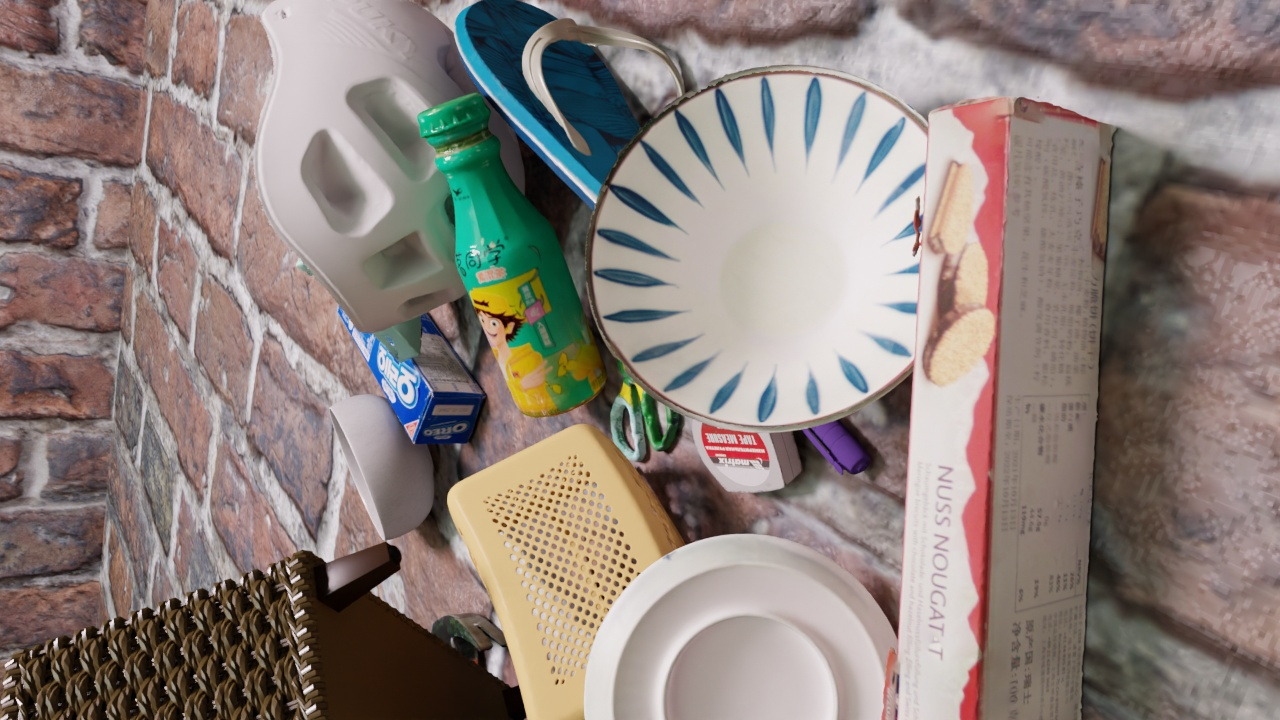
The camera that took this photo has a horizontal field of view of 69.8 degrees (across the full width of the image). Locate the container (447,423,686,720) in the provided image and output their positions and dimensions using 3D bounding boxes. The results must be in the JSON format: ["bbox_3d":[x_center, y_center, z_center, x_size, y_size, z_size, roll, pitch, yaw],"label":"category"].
[{"bbox_3d":[-0.024,0.151,0.555,0.183,0.129,0.167,60,174,34],"label":"container"}]

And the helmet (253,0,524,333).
[{"bbox_3d":[-0.193,-0.166,0.706,0.282,0.183,0.224,54,167,44],"label":"helmet"}]

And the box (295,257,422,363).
[{"bbox_3d":[-0.232,-0.105,0.784,0.033,0.136,0.186,-19,49,10],"label":"box"}]

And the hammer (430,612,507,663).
[{"bbox_3d":[-0.114,0.366,0.730,0.133,0.033,0.332,-41,59,43],"label":"hammer"}]

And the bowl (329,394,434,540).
[{"bbox_3d":[-0.229,0.091,0.840,0.132,0.064,0.132,49,151,38],"label":"bowl"}]

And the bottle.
[{"bbox_3d":[-0.085,-0.066,0.599,0.068,0.068,0.210,12,129,52],"label":"bottle"}]

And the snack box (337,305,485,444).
[{"bbox_3d":[-0.218,-0.010,0.851,0.226,0.059,0.059,45,119,42],"label":"snack box"}]

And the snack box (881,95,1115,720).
[{"bbox_3d":[0.144,0.037,0.370,0.044,0.076,0.273,6,94,55],"label":"snack box"}]

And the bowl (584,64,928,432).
[{"bbox_3d":[0.067,-0.047,0.452,0.177,0.071,0.177,-4,77,16],"label":"bowl"}]

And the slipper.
[{"bbox_3d":[-0.031,-0.166,0.571,0.294,0.118,0.060,55,136,32],"label":"slipper"}]

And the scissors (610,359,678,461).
[{"bbox_3d":[-0.009,0.005,0.619,0.071,0.014,0.130,-37,62,45],"label":"scissors"}]

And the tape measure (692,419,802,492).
[{"bbox_3d":[0.057,0.042,0.509,0.060,0.020,0.062,-3,114,50],"label":"tape measure"}]

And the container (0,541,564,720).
[{"bbox_3d":[-0.165,0.256,0.546,0.205,0.321,0.176,-26,52,1],"label":"container"}]

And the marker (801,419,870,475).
[{"bbox_3d":[0.079,0.013,0.500,0.134,0.018,0.015,53,165,38],"label":"marker"}]

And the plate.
[{"bbox_3d":[0.051,0.162,0.438,0.014,0.157,0.157,92,174,-83],"label":"plate"}]
